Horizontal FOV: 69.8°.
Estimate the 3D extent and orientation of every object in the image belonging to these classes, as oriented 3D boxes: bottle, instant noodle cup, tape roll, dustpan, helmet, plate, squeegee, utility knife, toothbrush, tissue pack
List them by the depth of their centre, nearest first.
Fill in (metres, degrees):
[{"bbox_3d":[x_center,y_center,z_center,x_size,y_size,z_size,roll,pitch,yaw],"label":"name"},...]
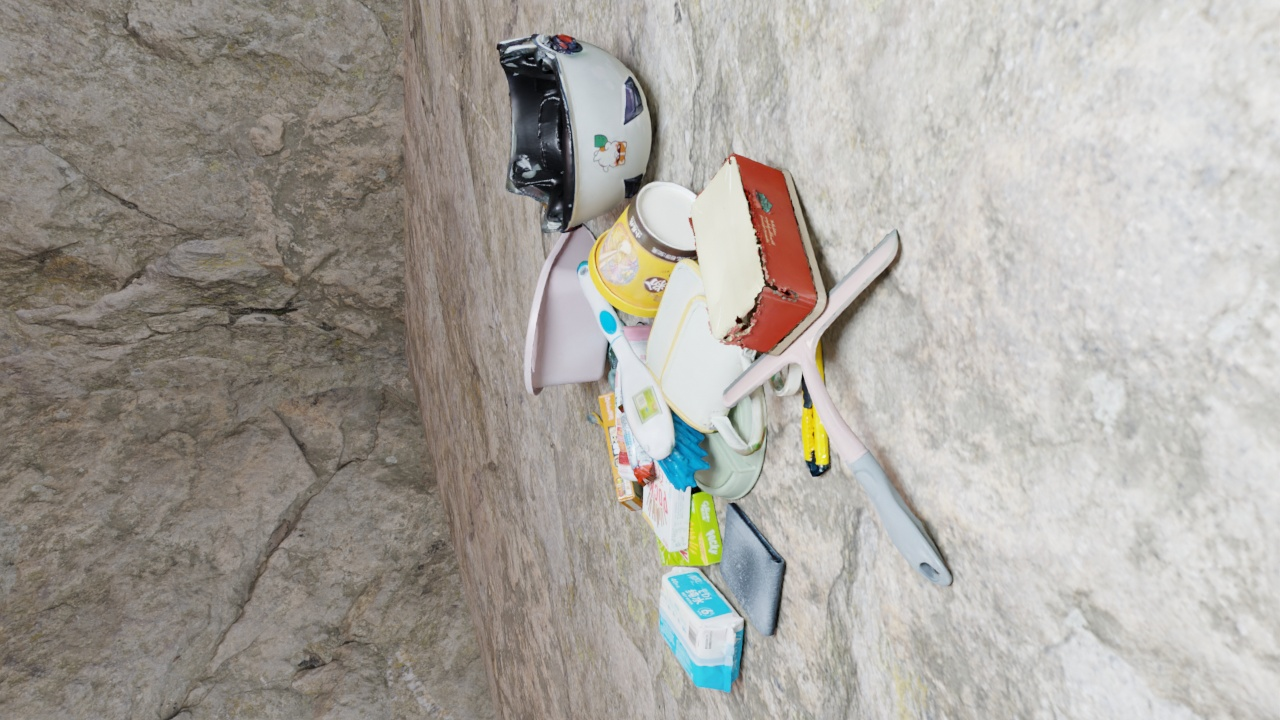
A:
[{"bbox_3d":[0.173,0.068,0.735,0.248,0.040,0.249,-49,59,44],"label":"squeegee"},{"bbox_3d":[0.153,0.012,0.835,0.033,0.015,0.195,-172,76,-66],"label":"utility knife"},{"bbox_3d":[0.132,-0.009,0.859,0.086,0.014,0.086,174,91,-82],"label":"tape roll"},{"bbox_3d":[0.017,-0.126,1.012,0.115,0.118,0.118,-52,49,51],"label":"instant noodle cup"},{"bbox_3d":[0.075,0.045,1.036,0.231,0.027,0.230,171,90,-68],"label":"plate"},{"bbox_3d":[0.072,0.315,1.089,0.140,0.063,0.090,-140,47,-58],"label":"tissue pack"},{"bbox_3d":[-0.067,-0.278,1.105,0.274,0.156,0.230,41,139,54],"label":"helmet"},{"bbox_3d":[0.001,0.053,1.182,0.068,0.068,0.197,-174,81,-69],"label":"bottle"},{"bbox_3d":[-0.129,-0.077,1.331,0.273,0.138,0.223,-128,39,-57],"label":"dustpan"},{"bbox_3d":[-0.044,0.117,1.380,0.191,0.018,0.016,-140,44,-60],"label":"toothbrush"}]

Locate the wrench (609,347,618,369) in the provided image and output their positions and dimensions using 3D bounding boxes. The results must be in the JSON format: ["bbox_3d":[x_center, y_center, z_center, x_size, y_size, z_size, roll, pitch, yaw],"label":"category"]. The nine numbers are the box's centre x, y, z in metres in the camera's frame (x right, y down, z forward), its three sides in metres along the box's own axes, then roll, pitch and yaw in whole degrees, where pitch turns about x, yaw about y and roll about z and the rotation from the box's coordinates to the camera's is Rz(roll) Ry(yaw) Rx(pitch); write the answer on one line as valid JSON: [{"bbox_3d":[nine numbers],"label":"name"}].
[{"bbox_3d":[0.000,0.112,1.246,0.056,0.016,0.273,161,95,-69],"label":"wrench"}]

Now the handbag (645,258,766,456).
[{"bbox_3d":[0.075,0.004,0.913,0.178,0.063,0.164,60,147,34],"label":"handbag"}]

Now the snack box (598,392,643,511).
[{"bbox_3d":[-0.024,0.126,1.266,0.075,0.026,0.153,56,-160,-66],"label":"snack box"}]

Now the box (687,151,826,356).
[{"bbox_3d":[0.091,-0.095,0.804,0.092,0.080,0.168,-49,38,44],"label":"box"}]

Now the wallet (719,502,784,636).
[{"bbox_3d":[0.120,0.225,1.001,0.121,0.019,0.097,-131,41,-57],"label":"wallet"}]

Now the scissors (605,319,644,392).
[{"bbox_3d":[-0.025,-0.034,1.279,0.186,0.019,0.132,111,144,-50],"label":"scissors"}]

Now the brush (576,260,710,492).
[{"bbox_3d":[-0.006,0.006,1.053,0.109,0.061,0.314,43,-162,-41],"label":"brush"}]

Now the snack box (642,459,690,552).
[{"bbox_3d":[0.032,0.143,1.106,0.084,0.026,0.157,-135,42,-57],"label":"snack box"}]

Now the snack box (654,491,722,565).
[{"bbox_3d":[0.055,0.212,1.148,0.157,0.026,0.085,149,110,-67],"label":"snack box"}]

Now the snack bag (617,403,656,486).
[{"bbox_3d":[-0.005,0.098,1.109,0.048,0.026,0.104,-41,58,58],"label":"snack bag"}]
